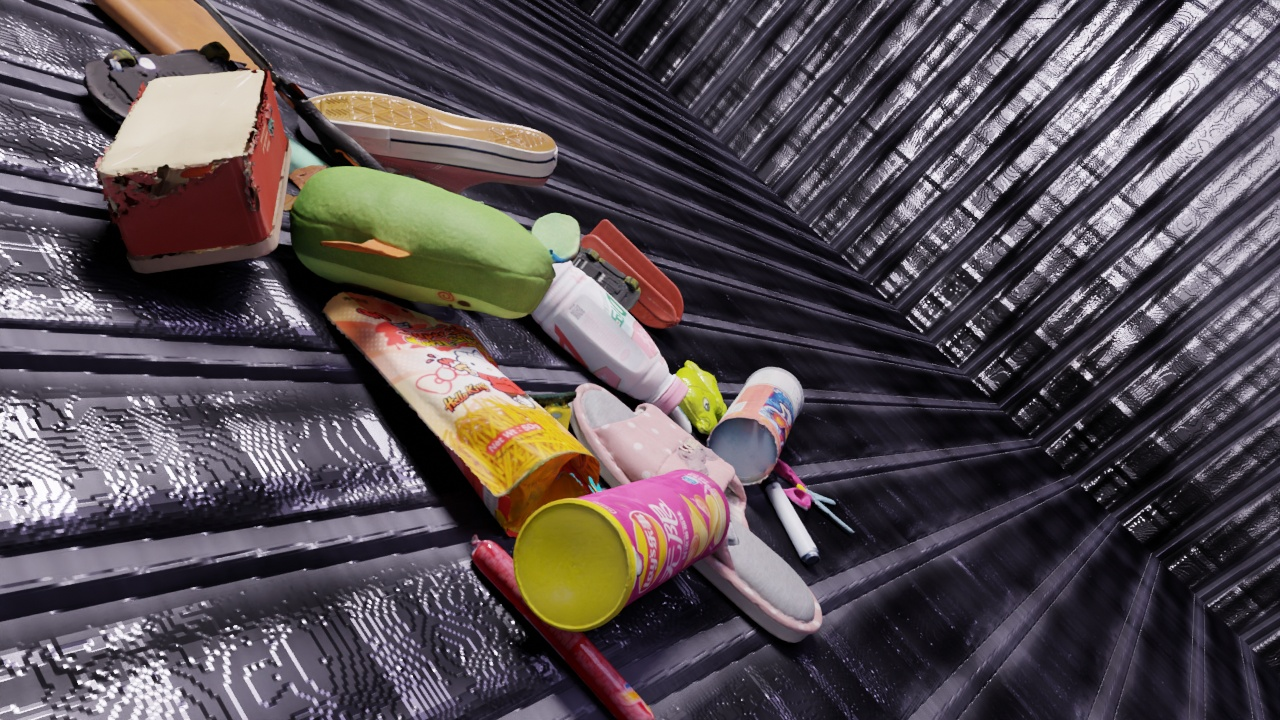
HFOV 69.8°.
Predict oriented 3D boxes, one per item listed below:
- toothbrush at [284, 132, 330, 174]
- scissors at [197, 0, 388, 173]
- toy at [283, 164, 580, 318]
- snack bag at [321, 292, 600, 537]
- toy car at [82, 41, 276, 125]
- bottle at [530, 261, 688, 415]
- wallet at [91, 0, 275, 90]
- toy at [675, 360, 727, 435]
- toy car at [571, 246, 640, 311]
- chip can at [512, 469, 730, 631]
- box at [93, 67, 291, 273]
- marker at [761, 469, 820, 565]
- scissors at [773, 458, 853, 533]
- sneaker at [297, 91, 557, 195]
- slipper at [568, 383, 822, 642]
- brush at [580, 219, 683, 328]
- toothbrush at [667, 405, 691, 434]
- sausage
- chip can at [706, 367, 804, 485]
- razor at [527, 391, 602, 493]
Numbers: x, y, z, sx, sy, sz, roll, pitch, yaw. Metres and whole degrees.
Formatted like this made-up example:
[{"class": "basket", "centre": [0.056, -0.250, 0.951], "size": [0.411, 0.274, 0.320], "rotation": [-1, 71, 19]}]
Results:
[{"class": "toothbrush", "centre": [-0.220, -0.115, 0.772], "size": [0.224, 0.026, 0.027], "rotation": [38, 12, -11]}, {"class": "scissors", "centre": [-0.284, -0.206, 0.762], "size": [0.235, 0.021, 0.137], "rotation": [44, -14, -8]}, {"class": "toy", "centre": [-0.173, -0.089, 0.667], "size": [0.247, 0.090, 0.226], "rotation": [17, 14, 8]}, {"class": "snack bag", "centre": [-0.118, 0.025, 0.627], "size": [0.208, 0.073, 0.128], "rotation": [45, 19, 32]}, {"class": "toy car", "centre": [-0.343, -0.200, 0.691], "size": [0.070, 0.042, 0.157], "rotation": [49, 30, 2]}, {"class": "bottle", "centre": [-0.039, -0.025, 0.861], "size": [0.197, 0.068, 0.068], "rotation": [43, 19, -6]}, {"class": "wallet", "centre": [-0.387, -0.281, 0.797], "size": [0.130, 0.035, 0.118], "rotation": [41, 20, -4]}, {"class": "toy", "centre": [0.060, 0.037, 0.954], "size": [0.100, 0.031, 0.096], "rotation": [23, 38, -57]}, {"class": "toy car", "centre": [-0.043, -0.086, 1.006], "size": [0.091, 0.043, 0.036], "rotation": [36, -17, 3]}, {"class": "chip can", "centre": [-0.002, 0.112, 0.591], "size": [0.071, 0.071, 0.210], "rotation": [47, 14, 15]}, {"class": "box", "centre": [-0.277, -0.133, 0.575], "size": [0.091, 0.079, 0.168], "rotation": [-10, 37, -10]}, {"class": "marker", "centre": [0.143, 0.148, 0.897], "size": [0.022, 0.018, 0.130], "rotation": [9, 33, -26]}, {"class": "scissors", "centre": [0.176, 0.139, 0.986], "size": [0.133, 0.017, 0.125], "rotation": [22, 24, -53]}, {"class": "sneaker", "centre": [-0.202, -0.190, 0.875], "size": [0.240, 0.088, 0.118], "rotation": [6, 34, -19]}, {"class": "slipper", "centre": [0.049, 0.112, 0.744], "size": [0.274, 0.054, 0.114], "rotation": [45, 20, 11]}, {"class": "brush", "centre": [-0.010, -0.092, 1.058], "size": [0.146, 0.063, 0.069], "rotation": [43, 8, 0]}, {"class": "toothbrush", "centre": [-0.006, 0.005, 0.929], "size": [0.018, 0.016, 0.191], "rotation": [-1, 44, -48]}, {"class": "sausage", "centre": [-0.044, 0.158, 0.527], "size": [0.156, 0.020, 0.020], "rotation": [45, 20, 10]}, {"class": "chip can", "centre": [0.123, 0.063, 0.958], "size": [0.071, 0.071, 0.214], "rotation": [43, 20, 4]}, {"class": "razor", "centre": [-0.050, 0.071, 0.686], "size": [0.043, 0.028, 0.132], "rotation": [0, 36, -28]}]
